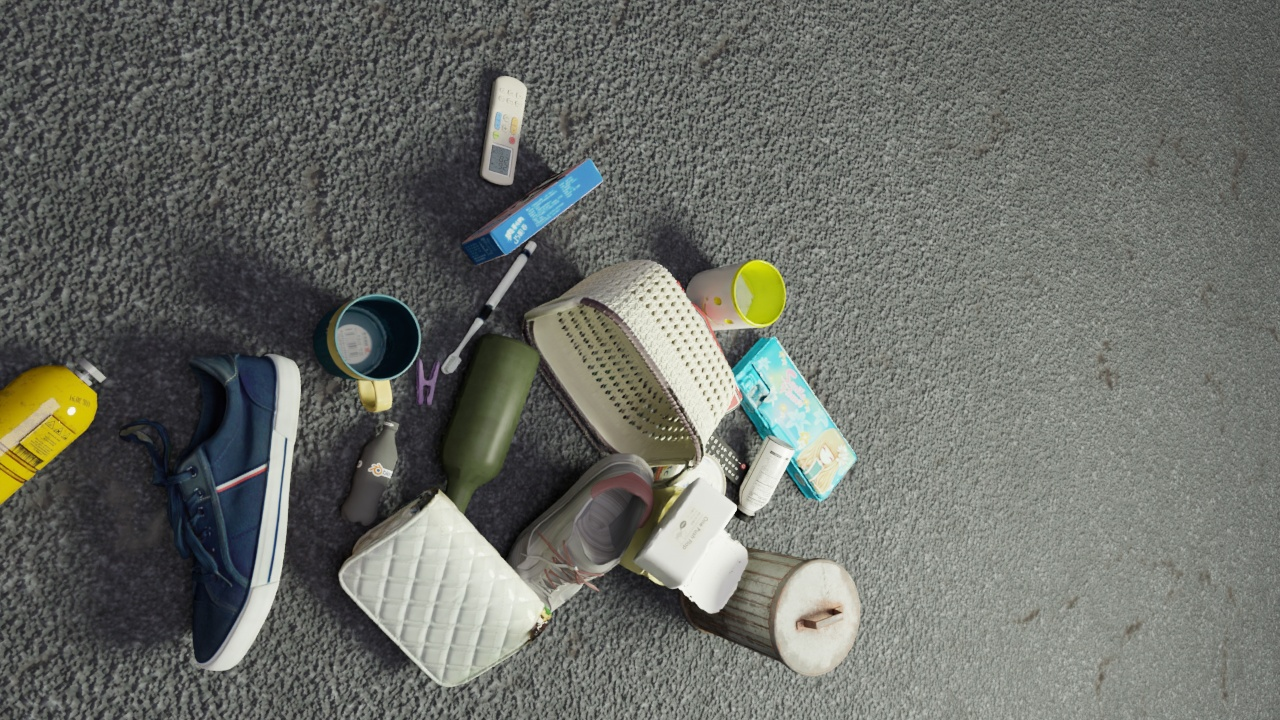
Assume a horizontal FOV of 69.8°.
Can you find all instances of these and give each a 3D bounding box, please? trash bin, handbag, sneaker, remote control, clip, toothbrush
[{"bbox_3d":[0.155,0.292,1.107,0.130,0.211,0.131,1,88,-31],"label":"trash bin"},{"bbox_3d":[0.016,0.198,1.082,0.081,0.119,0.111,7,87,-25],"label":"handbag"},{"bbox_3d":[-0.400,0.133,0.838,0.127,0.121,0.294,11,80,-43],"label":"sneaker"},{"bbox_3d":[0.089,0.112,1.188,0.147,0.015,0.033,43,68,-23],"label":"remote control"},{"bbox_3d":[-0.157,-0.262,1.048,0.038,0.018,0.125,11,84,-31],"label":"remote control"},{"bbox_3d":[-0.202,0.234,0.952,0.139,0.072,0.195,-33,109,10],"label":"handbag"},{"bbox_3d":[-0.232,0.024,0.997,0.033,0.013,0.051,3,90,-30],"label":"clip"},{"bbox_3d":[-0.072,0.206,0.996,0.099,0.089,0.236,38,99,-10],"label":"sneaker"},{"bbox_3d":[-0.168,-0.061,1.035,0.012,0.017,0.186,46,66,-37],"label":"toothbrush"}]

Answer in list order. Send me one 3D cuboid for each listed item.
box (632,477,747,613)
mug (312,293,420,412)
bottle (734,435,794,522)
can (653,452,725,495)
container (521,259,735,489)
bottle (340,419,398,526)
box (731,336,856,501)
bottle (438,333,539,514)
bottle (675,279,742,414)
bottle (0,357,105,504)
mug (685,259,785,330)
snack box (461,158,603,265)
[{"bbox_3d":[0.056,0.204,1.000,0.111,0.101,0.189,-51,155,-16],"label":"box"},{"bbox_3d":[-0.274,-0.005,0.916,0.083,0.107,0.113,-11,94,-33],"label":"mug"},{"bbox_3d":[0.158,0.157,1.200,0.041,0.041,0.116,21,100,-29],"label":"bottle"},{"bbox_3d":[0.062,0.157,1.154,0.086,0.043,0.086,2,86,-30],"label":"can"},{"bbox_3d":[-0.006,0.006,1.042,0.142,0.185,0.251,-46,112,-33],"label":"container"},{"bbox_3d":[-0.277,0.115,0.952,0.036,0.036,0.109,24,76,-29],"label":"bottle"},{"bbox_3d":[0.207,0.081,1.246,0.094,0.039,0.227,-45,111,-24],"label":"box"},{"bbox_3d":[-0.174,0.077,0.996,0.071,0.072,0.206,25,76,-29],"label":"bottle"},{"bbox_3d":[0.066,-0.016,1.150,0.062,0.062,0.176,-32,105,-28],"label":"bottle"},{"bbox_3d":[-0.530,0.064,0.779,0.071,0.071,0.163,50,66,-20],"label":"bottle"},{"bbox_3d":[0.118,-0.080,1.158,0.082,0.106,0.082,1,88,-32],"label":"mug"},{"bbox_3d":[-0.121,-0.166,1.025,0.153,0.088,0.033,-42,108,-25],"label":"snack box"}]
